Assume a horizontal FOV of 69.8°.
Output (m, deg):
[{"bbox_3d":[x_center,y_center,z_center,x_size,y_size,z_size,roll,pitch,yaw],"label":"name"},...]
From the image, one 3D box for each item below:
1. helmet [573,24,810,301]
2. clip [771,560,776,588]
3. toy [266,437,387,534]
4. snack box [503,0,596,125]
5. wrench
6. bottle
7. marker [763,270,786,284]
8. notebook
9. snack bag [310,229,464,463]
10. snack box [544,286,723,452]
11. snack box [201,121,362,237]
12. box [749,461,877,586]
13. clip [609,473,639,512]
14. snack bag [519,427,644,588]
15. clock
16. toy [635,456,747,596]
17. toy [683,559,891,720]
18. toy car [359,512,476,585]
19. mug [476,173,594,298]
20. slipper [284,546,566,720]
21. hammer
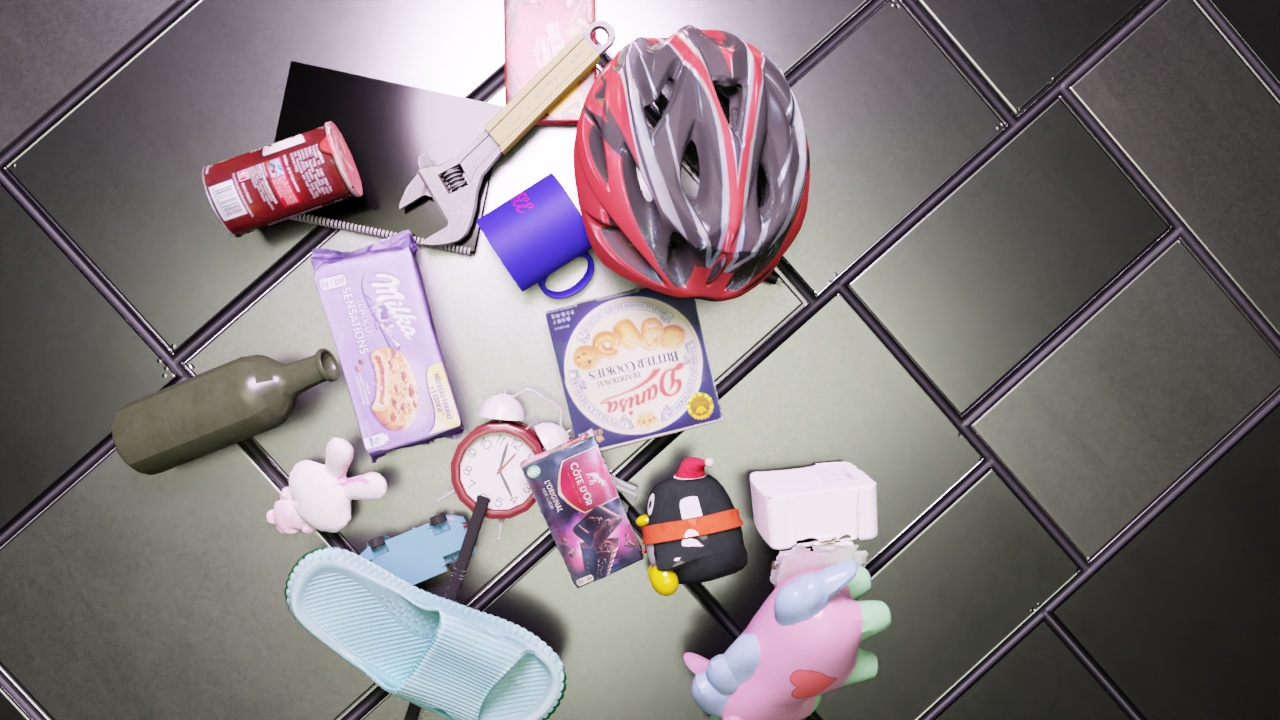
[{"bbox_3d":[0.053,-0.188,0.829,0.217,0.167,0.271,2,70,-18],"label":"helmet"},{"bbox_3d":[0.144,0.225,0.908,0.047,0.025,0.062,-39,99,2],"label":"clip"},{"bbox_3d":[-0.303,0.127,0.876,0.126,0.037,0.076,-36,96,18],"label":"toy"},{"bbox_3d":[-0.087,-0.297,0.891,0.089,0.021,0.133,-1,92,-2],"label":"snack box"},{"bbox_3d":[-0.123,-0.218,0.871,0.273,0.018,0.083,-44,93,1],"label":"wrench"},{"bbox_3d":[-0.374,0.039,0.839,0.207,0.071,0.071,-21,91,9],"label":"bottle"},{"bbox_3d":[0.077,-0.105,0.902,0.145,0.019,0.019,23,89,-3],"label":"marker"},{"bbox_3d":[-0.249,-0.194,0.889,0.206,0.016,0.149,11,89,-3],"label":"notebook"},{"bbox_3d":[-0.237,-0.015,0.869,0.096,0.058,0.205,-15,92,-4],"label":"snack bag"},{"bbox_3d":[-0.005,0.005,0.888,0.144,0.042,0.145,-14,90,-2],"label":"snack box"},{"bbox_3d":[-0.326,-0.165,0.840,0.121,0.072,0.072,-20,91,-3],"label":"snack box"},{"bbox_3d":[0.167,0.172,0.871,0.110,0.103,0.130,-8,99,-3],"label":"box"},{"bbox_3d":[-0.040,0.120,0.895,0.076,0.023,0.047,32,106,-3],"label":"clip"},{"bbox_3d":[-0.054,0.144,0.870,0.074,0.018,0.155,-23,115,-6],"label":"snack bag"},{"bbox_3d":[-0.128,0.093,0.880,0.096,0.048,0.137,32,90,-3],"label":"clock"},{"bbox_3d":[0.046,0.153,0.869,0.099,0.097,0.119,-11,82,-3],"label":"toy"},{"bbox_3d":[0.130,0.265,0.839,0.171,0.120,0.223,-10,131,-11],"label":"toy"},{"bbox_3d":[-0.215,0.187,0.888,0.107,0.027,0.060,-21,92,-12],"label":"toy car"},{"bbox_3d":[-0.090,-0.108,0.871,0.083,0.079,0.111,-33,118,-2],"label":"mug"},{"bbox_3d":[-0.201,0.261,0.829,0.276,0.069,0.116,28,100,0],"label":"slipper"},{"bbox_3d":[-0.204,0.277,0.871,0.095,0.015,0.325,19,98,0],"label":"hammer"}]
